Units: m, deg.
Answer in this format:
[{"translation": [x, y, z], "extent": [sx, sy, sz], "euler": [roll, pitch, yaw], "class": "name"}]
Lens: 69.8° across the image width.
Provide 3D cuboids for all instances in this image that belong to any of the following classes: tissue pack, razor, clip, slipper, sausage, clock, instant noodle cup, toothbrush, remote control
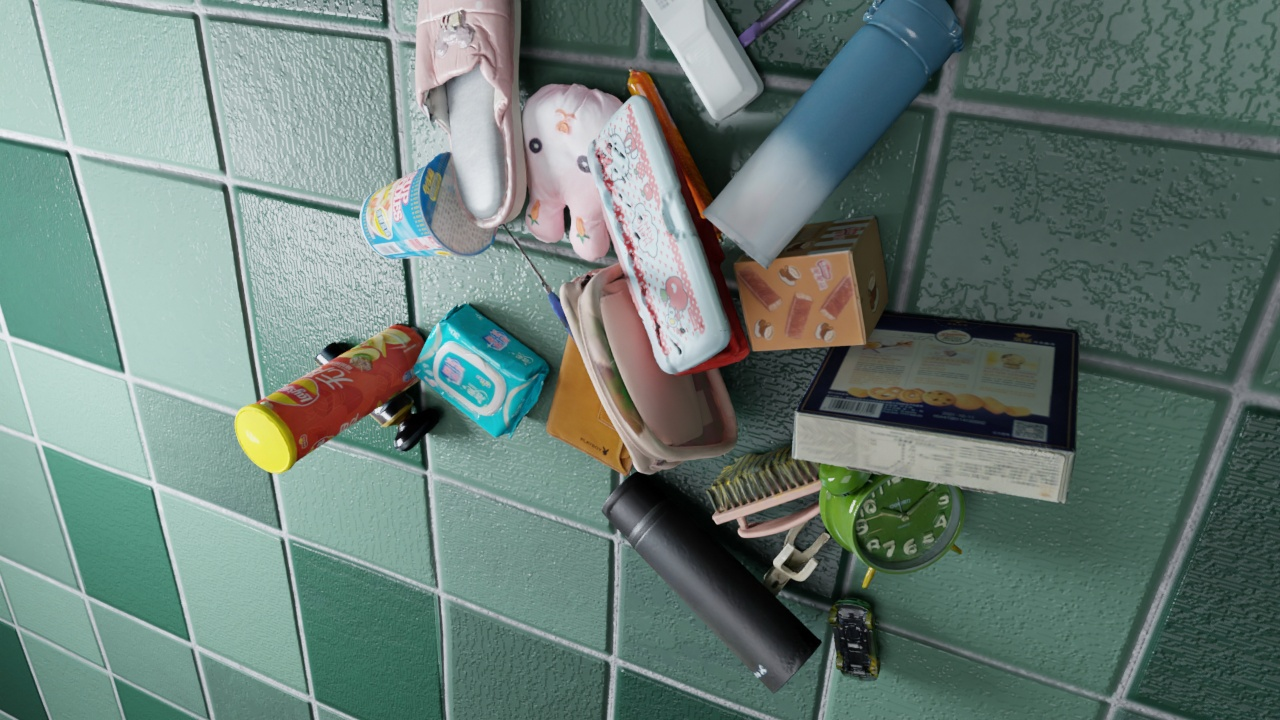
[{"translation": [-0.164, 0.013, 0.955], "extent": [0.133, 0.050, 0.093], "euler": [35, 124, 7], "class": "tissue pack"}, {"translation": [-0.304, 0.038, 1.043], "extent": [0.167, 0.062, 0.068], "euler": [38, 156, 12], "class": "razor"}, {"translation": [0.152, 0.191, 0.904], "extent": [0.035, 0.086, 0.104], "euler": [32, 152, 8], "class": "clip"}, {"translation": [-0.149, -0.250, 0.785], "extent": [0.114, 0.054, 0.274], "euler": [10, 109, 39], "class": "slipper"}, {"translation": [0.031, -0.174, 0.780], "extent": [0.022, 0.021, 0.165], "euler": [-21, 103, 33], "class": "sausage"}, {"translation": [0.212, 0.110, 0.774], "extent": [0.116, 0.056, 0.161], "euler": [-20, 112, -4], "class": "clock"}, {"translation": [-0.208, -0.139, 0.881], "extent": [0.110, 0.099, 0.099], "euler": [-6, 111, 37], "class": "instant noodle cup"}, {"translation": [0.125, -0.280, 0.687], "extent": [0.190, 0.016, 0.014], "euler": [-32, 91, 38], "class": "toothbrush"}, {"translation": [0.047, -0.254, 0.726], "extent": [0.049, 0.024, 0.125], "euler": [-29, 94, 38], "class": "remote control"}]

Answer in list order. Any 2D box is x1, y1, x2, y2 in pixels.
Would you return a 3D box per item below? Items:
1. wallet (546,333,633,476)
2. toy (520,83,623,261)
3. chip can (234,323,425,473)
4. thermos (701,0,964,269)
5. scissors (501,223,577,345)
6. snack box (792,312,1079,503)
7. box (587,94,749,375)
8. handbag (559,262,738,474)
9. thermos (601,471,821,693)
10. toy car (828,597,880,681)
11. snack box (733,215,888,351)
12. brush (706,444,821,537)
[{"translation": [-0.031, 0.042, 0.916], "extent": [0.119, 0.035, 0.131], "euler": [29, 124, 19], "class": "wallet"}, {"translation": [-0.058, -0.164, 0.813], "extent": [0.121, 0.054, 0.160], "euler": [22, 127, 19], "class": "toy"}, {"translation": [-0.305, 0.033, 0.935], "extent": [0.073, 0.216, 0.073], "euler": [12, 118, 23], "class": "chip can"}, {"translation": [0.137, -0.169, 0.658], "extent": [0.070, 0.070, 0.221], "euler": [41, 99, 3], "class": "thermos"}, {"translation": [-0.079, -0.056, 0.843], "extent": [0.012, 0.162, 0.162], "euler": [-35, 110, 0], "class": "scissors"}, {"translation": [0.224, 0.025, 0.682], "extent": [0.178, 0.182, 0.046], "euler": [7, 119, 23], "class": "snack box"}, {"translation": [0.034, -0.095, 0.702], "extent": [0.100, 0.095, 0.201], "euler": [-33, 74, 54], "class": "box"}, {"translation": [-0.004, 0.004, 0.746], "extent": [0.093, 0.234, 0.193], "euler": [-22, 87, 13], "class": "handbag"}, {"translation": [0.066, 0.216, 0.915], "extent": [0.242, 0.068, 0.090], "euler": [43, 165, 17], "class": "thermos"}, {"translation": [0.212, 0.272, 0.901], "extent": [0.043, 0.036, 0.091], "euler": [0, 115, 28], "class": "toy car"}, {"translation": [0.139, -0.062, 0.737], "extent": [0.094, 0.092, 0.077], "euler": [-4, 112, 28], "class": "snack box"}, {"translation": [0.138, 0.116, 0.847], "extent": [0.146, 0.063, 0.073], "euler": [-24, 98, 32], "class": "brush"}]
